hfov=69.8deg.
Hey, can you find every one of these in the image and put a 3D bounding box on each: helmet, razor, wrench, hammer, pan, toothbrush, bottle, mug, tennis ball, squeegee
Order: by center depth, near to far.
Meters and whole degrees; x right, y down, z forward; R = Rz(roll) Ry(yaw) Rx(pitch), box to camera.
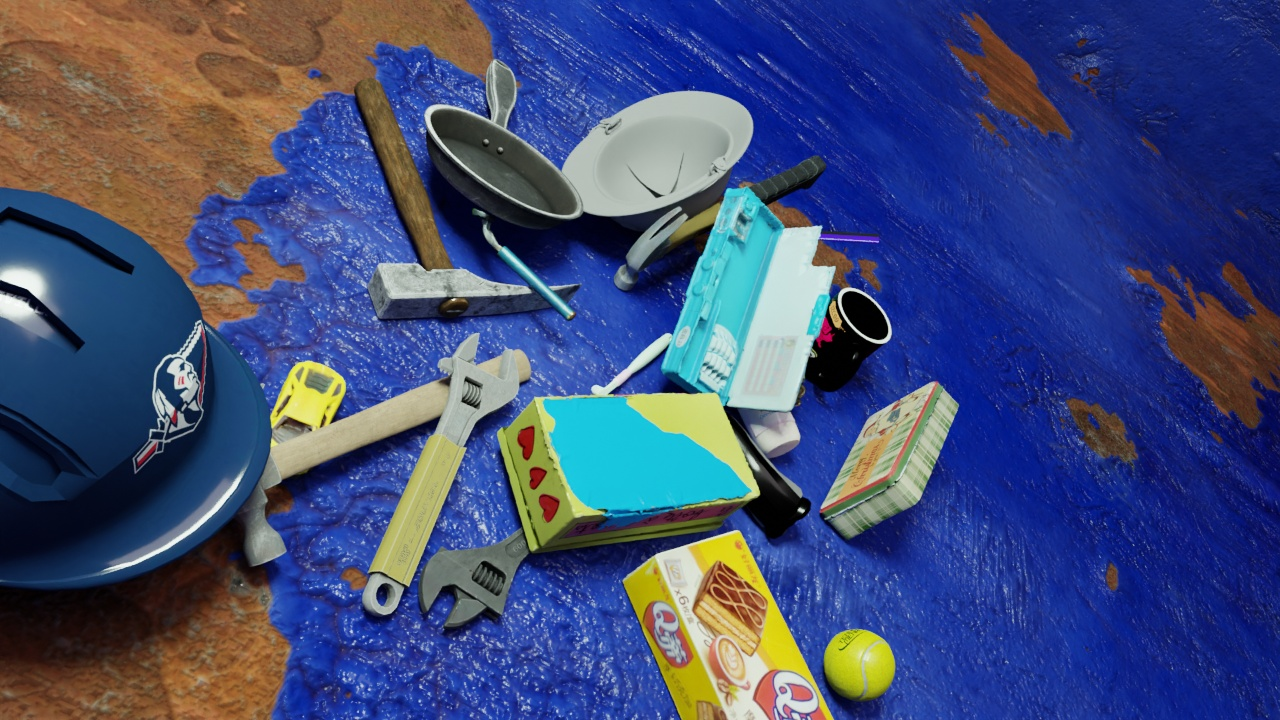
[{"bbox_3d":[-0.359,0.014,0.552,0.272,0.224,0.231,29,44,-23],"label":"helmet"},{"bbox_3d":[-0.201,0.046,0.763,0.330,0.031,0.119,-25,97,-51],"label":"hammer"},{"bbox_3d":[-0.165,0.086,0.764,0.083,0.018,0.272,45,45,-33],"label":"wrench"},{"bbox_3d":[-0.086,0.146,0.802,0.073,0.018,0.272,50,41,7],"label":"wrench"},{"bbox_3d":[0.208,0.289,0.870,0.065,0.066,0.065,20,47,-23],"label":"tennis ball"},{"bbox_3d":[-0.117,-0.093,0.912,0.144,0.022,0.042,48,5,2],"label":"razor"},{"bbox_3d":[-0.206,-0.174,0.955,0.217,0.037,0.300,-5,60,-39],"label":"hammer"},{"bbox_3d":[0.109,0.108,0.956,0.156,0.057,0.060,50,11,7],"label":"razor"},{"bbox_3d":[-0.006,0.006,0.976,0.154,0.015,0.022,-39,115,-48],"label":"toothbrush"},{"bbox_3d":[-0.157,-0.253,1.020,0.187,0.055,0.356,25,27,-28],"label":"pan"},{"bbox_3d":[0.127,0.036,1.024,0.051,0.051,0.146,-4,59,-39],"label":"bottle"},{"bbox_3d":[0.111,-0.181,1.090,0.332,0.118,0.025,-30,77,-35],"label":"hammer"},{"bbox_3d":[0.154,-0.079,1.102,0.250,0.055,0.184,5,76,11],"label":"squeegee"},{"bbox_3d":[0.025,-0.211,1.106,0.183,0.118,0.270,28,56,28],"label":"helmet"},{"bbox_3d":[0.240,-0.014,1.114,0.082,0.098,0.117,27,45,-17],"label":"mug"}]

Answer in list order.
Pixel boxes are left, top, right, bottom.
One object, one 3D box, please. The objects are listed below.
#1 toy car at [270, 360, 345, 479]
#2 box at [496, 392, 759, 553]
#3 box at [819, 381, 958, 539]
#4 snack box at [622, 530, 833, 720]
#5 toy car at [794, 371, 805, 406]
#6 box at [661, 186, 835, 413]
[{"bbox_3d":[-0.271,0.047,0.733,0.049,0.030,0.106,25,47,-20],"label":"toy car"},{"bbox_3d":[-0.010,0.098,0.838,0.220,0.081,0.124,-2,59,-39],"label":"box"},{"bbox_3d":[0.284,0.108,1.037,0.049,0.118,0.204,45,44,-1],"label":"box"},{"bbox_3d":[0.084,0.271,0.795,0.109,0.062,0.230,-6,61,-40],"label":"snack box"},{"bbox_3d":[0.159,-0.002,1.049,0.047,0.047,0.112,-6,102,-23],"label":"toy car"},{"bbox_3d":[0.126,-0.066,0.975,0.098,0.121,0.226,35,69,-44],"label":"box"}]
